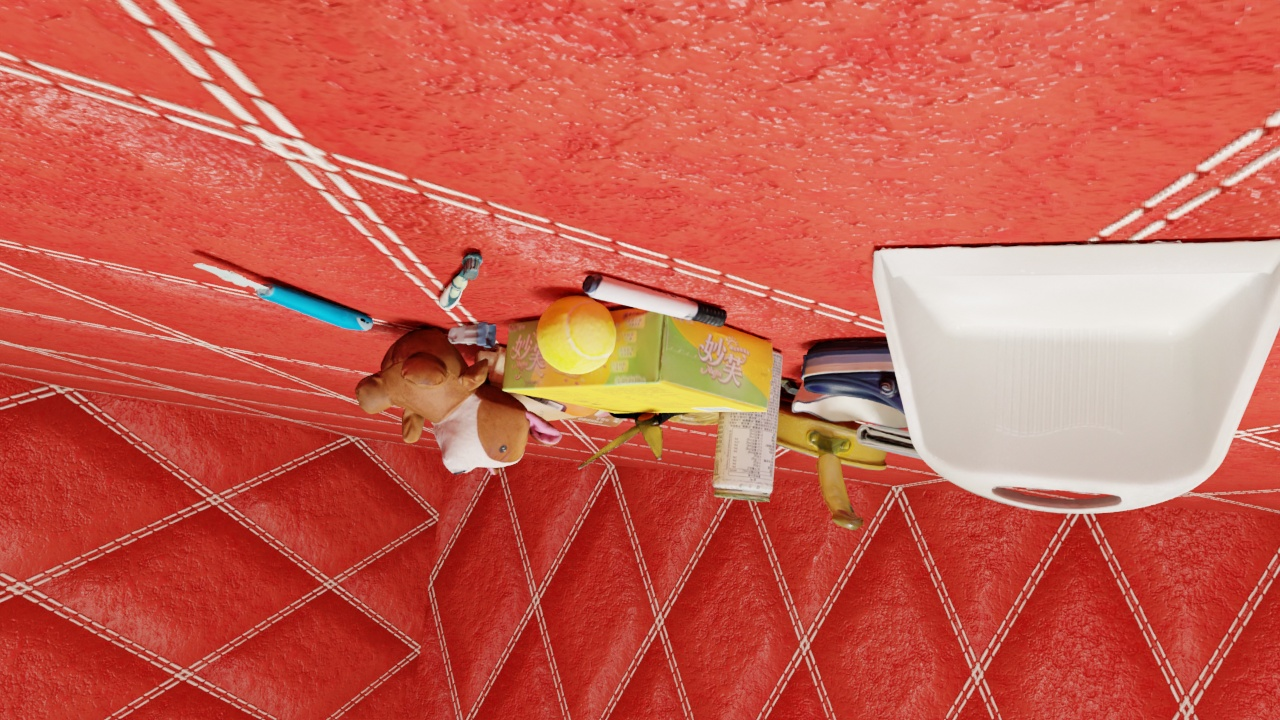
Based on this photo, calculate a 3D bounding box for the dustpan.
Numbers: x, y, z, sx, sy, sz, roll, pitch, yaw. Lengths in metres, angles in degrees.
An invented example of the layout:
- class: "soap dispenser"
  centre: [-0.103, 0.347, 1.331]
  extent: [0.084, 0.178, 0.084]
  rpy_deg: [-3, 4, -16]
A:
- class: "dustpan"
  centre: [0.282, 0.027, 0.614]
  extent: [0.223, 0.142, 0.257]
  rpy_deg: [2, 171, 24]

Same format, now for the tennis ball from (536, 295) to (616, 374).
- class: "tennis ball"
  centre: [-0.052, -0.021, 0.754]
  extent: [0.065, 0.065, 0.065]
  rpy_deg: [6, 170, 1]

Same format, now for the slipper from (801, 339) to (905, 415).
- class: "slipper"
  centre: [0.260, 0.031, 0.795]
  extent: [0.253, 0.095, 0.105]
  rpy_deg: [5, 173, 27]

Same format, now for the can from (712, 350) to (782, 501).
- class: "can"
  centre: [0.105, 0.062, 0.895]
  extent: [0.058, 0.146, 0.058]
  rpy_deg: [6, 171, 1]

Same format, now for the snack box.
- class: "snack box"
  centre: [-0.005, 0.005, 0.861]
  extent: [0.210, 0.070, 0.157]
  rpy_deg: [-3, 167, 44]

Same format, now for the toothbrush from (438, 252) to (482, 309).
- class: "toothbrush"
  centre: [-0.147, -0.058, 0.738]
  extent: [0.016, 0.018, 0.192]
  rpy_deg: [9, 170, -17]

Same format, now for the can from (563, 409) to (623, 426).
- class: "can"
  centre: [-0.092, 0.050, 1.210]
  extent: [0.147, 0.058, 0.058]
  rpy_deg: [11, 169, -28]

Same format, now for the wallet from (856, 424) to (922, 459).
- class: "wallet"
  centre: [0.319, 0.094, 1.016]
  extent: [0.129, 0.037, 0.107]
  rpy_deg: [14, 177, -43]

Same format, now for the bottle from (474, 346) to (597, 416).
- class: "bottle"
  centre: [-0.116, 0.018, 1.043]
  extent: [0.149, 0.066, 0.067]
  rpy_deg: [17, 168, -16]

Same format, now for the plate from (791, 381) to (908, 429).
- class: "plate"
  centre: [0.264, 0.039, 0.967]
  extent: [0.205, 0.045, 0.205]
  rpy_deg: [5, 170, 1]

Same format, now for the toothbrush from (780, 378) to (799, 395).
- class: "toothbrush"
  centre: [0.121, 0.014, 0.990]
  extent: [0.012, 0.017, 0.185]
  rpy_deg: [-45, 144, 22]

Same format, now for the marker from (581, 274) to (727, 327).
- class: "marker"
  centre: [0.012, -0.046, 0.714]
  extent: [0.130, 0.018, 0.023]
  rpy_deg: [12, 178, -32]

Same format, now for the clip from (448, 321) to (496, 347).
- class: "clip"
  centre: [-0.169, -0.025, 0.923]
  extent: [0.058, 0.025, 0.036]
  rpy_deg: [-1, 176, 36]

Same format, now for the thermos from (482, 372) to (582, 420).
- class: "thermos"
  centre: [-0.140, 0.040, 1.110]
  extent: [0.143, 0.093, 0.093]
  rpy_deg: [1, 172, -14]

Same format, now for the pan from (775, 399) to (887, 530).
- class: "pan"
  centre: [0.206, 0.110, 1.052]
  extent: [0.197, 0.078, 0.357]
  rpy_deg: [15, -175, -3]

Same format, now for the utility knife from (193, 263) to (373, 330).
- class: "utility knife"
  centre: [-0.323, -0.058, 0.841]
  extent: [0.034, 0.018, 0.223]
  rpy_deg: [4, 171, 19]

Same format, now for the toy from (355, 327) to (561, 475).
- class: "toy"
  centre: [-0.194, 0.058, 0.989]
  extent: [0.140, 0.130, 0.199]
  rpy_deg: [-19, 136, 36]

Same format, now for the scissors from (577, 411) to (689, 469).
- class: "scissors"
  centre: [0.015, 0.058, 0.969]
  extent: [0.220, 0.022, 0.233]
  rpy_deg: [-25, -163, -20]

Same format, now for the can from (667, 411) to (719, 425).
- class: "can"
  centre: [0.070, 0.048, 1.123]
  extent: [0.074, 0.049, 0.148]
  rpy_deg: [7, 170, -6]
